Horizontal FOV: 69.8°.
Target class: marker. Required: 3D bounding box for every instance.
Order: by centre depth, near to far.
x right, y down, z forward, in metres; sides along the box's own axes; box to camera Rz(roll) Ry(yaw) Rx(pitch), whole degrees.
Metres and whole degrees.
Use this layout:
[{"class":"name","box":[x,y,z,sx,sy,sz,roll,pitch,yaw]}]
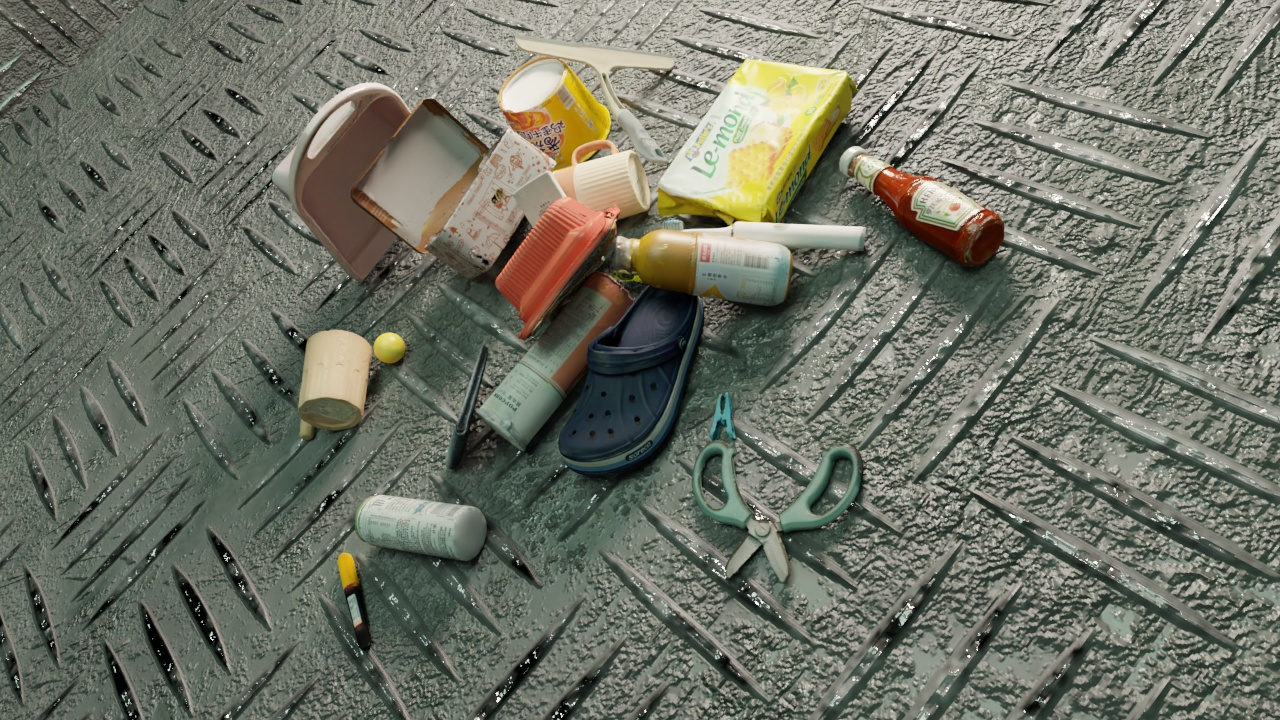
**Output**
[{"class":"marker","box":[-0.317,0.267,1.020,0.018,0.015,0.123,-34,51,5]}]

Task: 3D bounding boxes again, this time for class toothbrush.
[{"class":"toothbrush","box":[0.133,-0.138,1.005,0.221,0.026,0.026,4,27,11]}]

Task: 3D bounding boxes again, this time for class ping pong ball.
[{"class":"ping pong ball","box":[-0.330,-0.016,1.207,0.040,0.040,0.040,-14,52,19]}]

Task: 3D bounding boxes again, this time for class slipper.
[{"class":"slipper","box":[-0.006,0.006,0.981,0.105,0.095,0.252,9,59,36]}]

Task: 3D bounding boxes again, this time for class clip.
[{"class":"clip","box":[0.086,0.058,0.945,0.050,0.015,0.056,-12,55,24]}]

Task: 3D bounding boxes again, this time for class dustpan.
[{"class":"dustpan","box":[-0.365,-0.240,1.233,0.139,0.273,0.222,24,76,42]}]

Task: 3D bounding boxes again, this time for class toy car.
[{"class":"toy car","box":[0.014,-0.114,1.094,0.105,0.032,0.048,1,58,16]}]

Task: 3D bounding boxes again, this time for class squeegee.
[{"class":"squeegee","box":[-0.020,-0.326,1.199,0.246,0.246,0.039,64,143,32]}]

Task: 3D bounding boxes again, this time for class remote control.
[{"class":"remote control","box":[-0.100,-0.164,1.136,0.056,0.135,0.019,-31,8,13]}]

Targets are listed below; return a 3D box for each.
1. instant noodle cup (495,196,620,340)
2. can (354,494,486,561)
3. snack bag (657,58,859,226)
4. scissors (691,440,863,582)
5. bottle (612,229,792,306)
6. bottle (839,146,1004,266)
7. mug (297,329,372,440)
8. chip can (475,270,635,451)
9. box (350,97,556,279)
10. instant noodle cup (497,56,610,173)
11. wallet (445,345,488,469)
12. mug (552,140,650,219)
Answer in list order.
[{"class":"instant noodle cup","box":[-0.095,-0.116,1.039,0.165,0.079,0.188,-52,6,12]},{"class":"can","box":[-0.242,0.182,1.008,0.147,0.058,0.058,1,59,30]},{"class":"snack bag","box":[0.142,-0.254,1.097,0.158,0.068,0.246,22,71,37]},{"class":"scissors","box":[0.133,0.122,0.872,0.179,0.019,0.170,-30,47,6]},{"class":"bottle","box":[0.066,-0.103,0.987,0.189,0.068,0.067,8,58,1]},{"class":"bottle","box":[0.287,-0.170,0.963,0.060,0.060,0.206,-40,49,-2]},{"class":"mug","box":[-0.408,0.035,1.196,0.125,0.084,0.103,-35,45,36]},{"class":"chip can","box":[-0.093,-0.002,1.046,0.071,0.071,0.214,29,75,39]},{"class":"box","box":[-0.246,-0.235,1.191,0.183,0.193,0.157,-60,20,-14]},{"class":"instant noodle cup","box":[-0.126,-0.347,1.281,0.138,0.110,0.137,-15,52,20]},{"class":"wallet","box":[-0.198,0.054,1.056,0.019,0.097,0.120,16,56,-9]},{"class":"mug","box":[-0.051,-0.229,1.171,0.106,0.081,0.114,-13,67,18]}]
